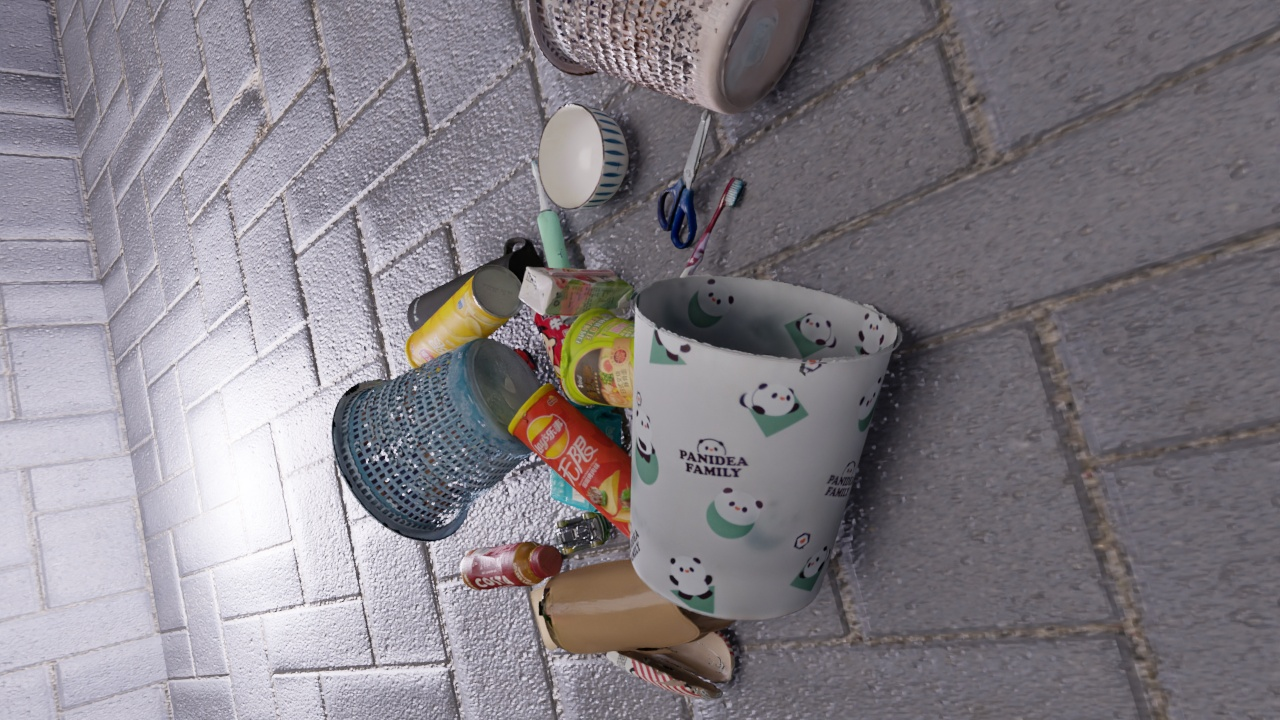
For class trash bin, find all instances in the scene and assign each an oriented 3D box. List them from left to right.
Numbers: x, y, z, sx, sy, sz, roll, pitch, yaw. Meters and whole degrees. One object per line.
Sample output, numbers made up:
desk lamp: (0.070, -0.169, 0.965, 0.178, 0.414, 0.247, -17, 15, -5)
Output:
trash bin: (-0.226, 0.082, 1.128, 0.195, 0.226, 0.226, -31, 71, 24)
trash bin: (0.041, -0.334, 0.842, 0.192, 0.226, 0.228, 36, 120, 23)
trash bin: (0.093, 0.075, 0.820, 0.230, 0.229, 0.252, 25, 117, 42)

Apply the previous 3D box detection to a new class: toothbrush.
toothbrush: (-0.106, -0.147, 1.109, 0.027, 0.027, 0.224, 126, 133, -61)
toothbrush: (0.058, -0.099, 0.931, 0.017, 0.016, 0.187, 28, 93, 29)

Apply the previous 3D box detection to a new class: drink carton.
drink carton: (-0.071, -0.079, 1.032, 0.053, 0.122, 0.045, 34, 116, 41)

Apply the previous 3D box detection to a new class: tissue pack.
tissue pack: (-0.065, 0.113, 1.099, 0.093, 0.050, 0.133, 7, 99, 47)

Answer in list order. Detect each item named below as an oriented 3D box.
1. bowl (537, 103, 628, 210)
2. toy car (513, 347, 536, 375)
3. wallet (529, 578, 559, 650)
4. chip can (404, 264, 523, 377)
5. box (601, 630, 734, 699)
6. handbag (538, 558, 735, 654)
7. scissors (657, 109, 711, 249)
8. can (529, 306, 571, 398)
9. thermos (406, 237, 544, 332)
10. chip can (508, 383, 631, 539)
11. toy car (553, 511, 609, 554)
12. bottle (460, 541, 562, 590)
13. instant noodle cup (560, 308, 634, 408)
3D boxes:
bowl: (-0.056, -0.228, 1.039, 0.117, 0.066, 0.116, 8, 101, 46)
toy car: (-0.168, 0.034, 1.211, 0.049, 0.031, 0.106, 38, 118, 35)
wallet: (-0.096, 0.319, 1.176, 0.115, 0.024, 0.087, -34, 76, 44)
chip can: (-0.225, -0.045, 1.160, 0.214, 0.071, 0.072, -31, 73, 49)
box: (0.033, 0.316, 1.016, 0.163, 0.076, 0.088, 3, 69, 47)
handbag: (0.001, 0.256, 0.955, 0.205, 0.147, 0.099, -15, 71, 28)
scissors: (0.054, -0.176, 0.928, 0.108, 0.012, 0.175, 68, 155, 5)
can: (-0.090, -0.024, 1.106, 0.053, 0.053, 0.132, -40, 67, 41)
thermos: (-0.220, -0.095, 1.232, 0.243, 0.068, 0.089, -18, 55, 44)
chip can: (-0.046, 0.121, 1.012, 0.216, 0.073, 0.073, 42, 126, 7)
toy car: (-0.070, 0.210, 1.125, 0.091, 0.036, 0.043, -25, 76, 46)
bottle: (-0.172, 0.273, 1.221, 0.175, 0.057, 0.057, -19, 81, 45)
instant noodle cup: (-0.006, 0.006, 0.993, 0.124, 0.111, 0.112, 12, 103, 37)
